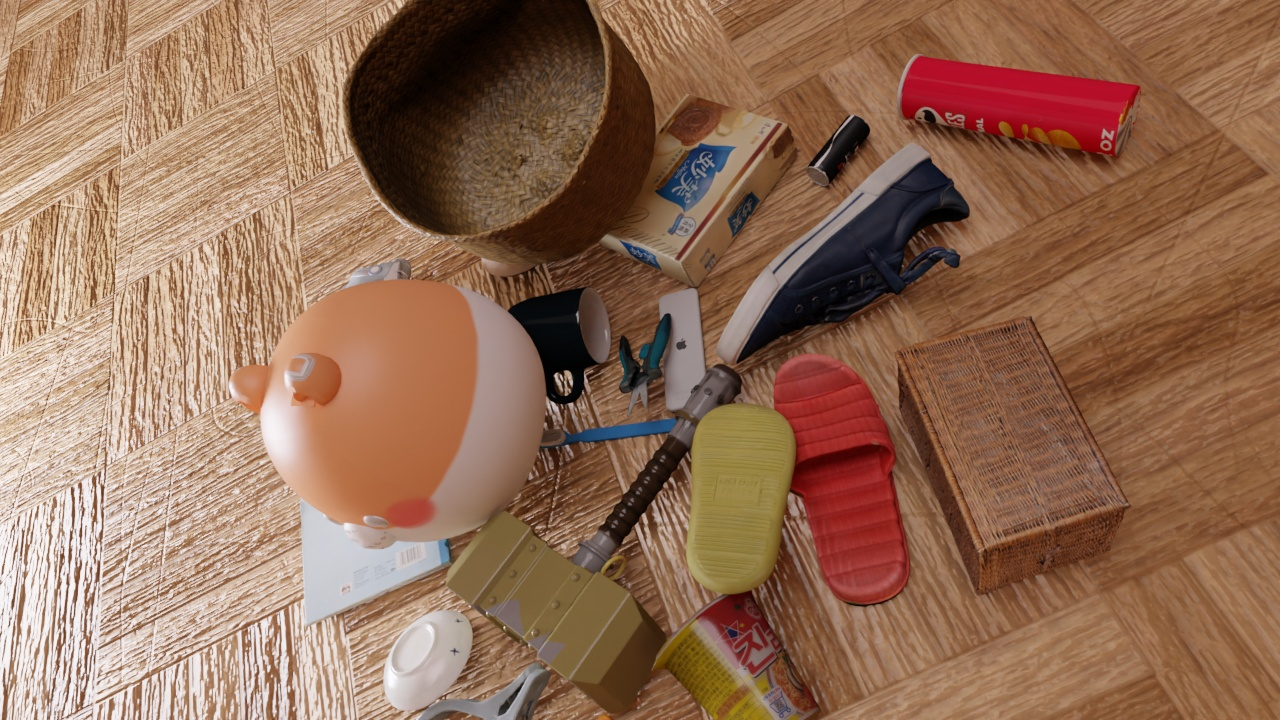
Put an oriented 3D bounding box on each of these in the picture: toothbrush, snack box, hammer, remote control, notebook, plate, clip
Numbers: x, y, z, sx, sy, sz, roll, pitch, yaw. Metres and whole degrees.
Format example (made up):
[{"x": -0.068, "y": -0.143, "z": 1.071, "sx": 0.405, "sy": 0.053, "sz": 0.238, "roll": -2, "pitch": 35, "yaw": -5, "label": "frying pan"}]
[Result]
[{"x": -0.034, "y": 0.074, "z": 0.955, "sx": 0.167, "sy": 0.014, "sz": 0.016, "roll": -9, "pitch": 58, "yaw": 19, "label": "toothbrush"}, {"x": 0.059, "y": -0.201, "z": 1.053, "sx": 0.153, "sy": 0.055, "sz": 0.207, "roll": 29, "pitch": 76, "yaw": 36, "label": "snack box"}, {"x": -0.006, "y": 0.134, "z": 0.862, "sx": 0.190, "sy": 0.101, "sz": 0.324, "roll": 25, "pitch": 68, "yaw": 34, "label": "hammer"}, {"x": 0.045, "y": -0.013, "z": 0.975, "sx": 0.045, "sy": 0.008, "sz": 0.146, "roll": -14, "pitch": 56, "yaw": 17, "label": "remote control"}, {"x": -0.307, "y": 0.151, "z": 1.038, "sx": 0.181, "sy": 0.009, "sz": 0.253, "roll": -25, "pitch": 53, "yaw": 9, "label": "notebook"}, {"x": -0.211, "y": 0.282, "z": 0.884, "sx": 0.104, "sy": 0.026, "sz": 0.104, "roll": -24, "pitch": 36, "yaw": 19, "label": "plate"}, {"x": -0.133, "y": 0.364, "z": 0.809, "sx": 0.169, "sy": 0.031, "sz": 0.164, "roll": -32, "pitch": 59, "yaw": 19, "label": "clip"}]

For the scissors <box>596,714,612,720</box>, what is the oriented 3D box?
[{"x": -0.067, "y": 0.362, "z": 0.798, "sx": 0.131, "sy": 0.011, "sz": 0.125, "roll": 19, "pitch": 73, "yaw": 33, "label": "scissors"}]

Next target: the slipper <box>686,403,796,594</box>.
[{"x": 0.090, "y": 0.124, "z": 0.795, "sx": 0.092, "sy": 0.082, "sz": 0.190, "roll": -3, "pitch": 47, "yaw": 17, "label": "slipper"}]

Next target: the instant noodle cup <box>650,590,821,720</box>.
[{"x": 0.086, "y": 0.257, "z": 0.746, "sx": 0.100, "sy": 0.100, "sz": 0.112, "roll": -41, "pitch": 61, "yaw": -3, "label": "instant noodle cup"}]

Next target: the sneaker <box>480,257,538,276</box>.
[{"x": -0.131, "y": -0.246, "z": 1.130, "sx": 0.112, "sy": 0.116, "sz": 0.293, "roll": 10, "pitch": 66, "yaw": 29, "label": "sneaker"}]

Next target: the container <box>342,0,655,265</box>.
[{"x": -0.133, "y": -0.251, "z": 0.987, "sx": 0.307, "sy": 0.196, "sz": 0.306, "roll": -4, "pitch": 78, "yaw": 20, "label": "container"}]

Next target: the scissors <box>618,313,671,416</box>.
[{"x": 0.000, "y": 0.000, "z": 0.954, "sx": 0.119, "sy": 0.019, "sz": 0.151, "roll": 1, "pitch": 49, "yaw": 51, "label": "scissors"}]

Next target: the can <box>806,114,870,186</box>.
[{"x": 0.218, "y": -0.232, "z": 1.013, "sx": 0.031, "sy": 0.031, "sz": 0.080, "roll": 31, "pitch": 77, "yaw": 35, "label": "can"}]

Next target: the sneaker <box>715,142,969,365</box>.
[{"x": 0.207, "y": -0.079, "z": 0.897, "sx": 0.294, "sy": 0.121, "sz": 0.127, "roll": -40, "pitch": 75, "yaw": -5, "label": "sneaker"}]

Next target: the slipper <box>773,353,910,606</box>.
[{"x": 0.176, "y": 0.091, "z": 0.821, "sx": 0.104, "sy": 0.059, "sz": 0.248, "roll": -19, "pitch": 56, "yaw": 13, "label": "slipper"}]

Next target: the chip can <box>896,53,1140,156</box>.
[{"x": 0.379, "y": -0.261, "z": 0.934, "sx": 0.221, "sy": 0.069, "sz": 0.069, "roll": 22, "pitch": 72, "yaw": 33, "label": "chip can"}]

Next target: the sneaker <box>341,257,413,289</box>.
[{"x": -0.269, "y": -0.066, "z": 1.112, "sx": 0.257, "sy": 0.093, "sz": 0.160, "roll": -6, "pitch": 50, "yaw": 20, "label": "sneaker"}]

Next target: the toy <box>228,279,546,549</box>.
[{"x": -0.235, "y": 0.049, "z": 0.890, "sx": 0.263, "sy": 0.280, "sz": 0.265, "roll": -7, "pitch": 70, "yaw": 44, "label": "toy"}]

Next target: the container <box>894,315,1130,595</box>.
[{"x": 0.292, "y": 0.075, "z": 0.743, "sx": 0.113, "sy": 0.114, "sz": 0.198, "roll": -18, "pitch": 57, "yaw": 8, "label": "container"}]

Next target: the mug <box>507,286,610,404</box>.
[{"x": -0.089, "y": -0.013, "z": 1.000, "sx": 0.095, "sy": 0.085, "sz": 0.121, "roll": -9, "pitch": 87, "yaw": 20, "label": "mug"}]
